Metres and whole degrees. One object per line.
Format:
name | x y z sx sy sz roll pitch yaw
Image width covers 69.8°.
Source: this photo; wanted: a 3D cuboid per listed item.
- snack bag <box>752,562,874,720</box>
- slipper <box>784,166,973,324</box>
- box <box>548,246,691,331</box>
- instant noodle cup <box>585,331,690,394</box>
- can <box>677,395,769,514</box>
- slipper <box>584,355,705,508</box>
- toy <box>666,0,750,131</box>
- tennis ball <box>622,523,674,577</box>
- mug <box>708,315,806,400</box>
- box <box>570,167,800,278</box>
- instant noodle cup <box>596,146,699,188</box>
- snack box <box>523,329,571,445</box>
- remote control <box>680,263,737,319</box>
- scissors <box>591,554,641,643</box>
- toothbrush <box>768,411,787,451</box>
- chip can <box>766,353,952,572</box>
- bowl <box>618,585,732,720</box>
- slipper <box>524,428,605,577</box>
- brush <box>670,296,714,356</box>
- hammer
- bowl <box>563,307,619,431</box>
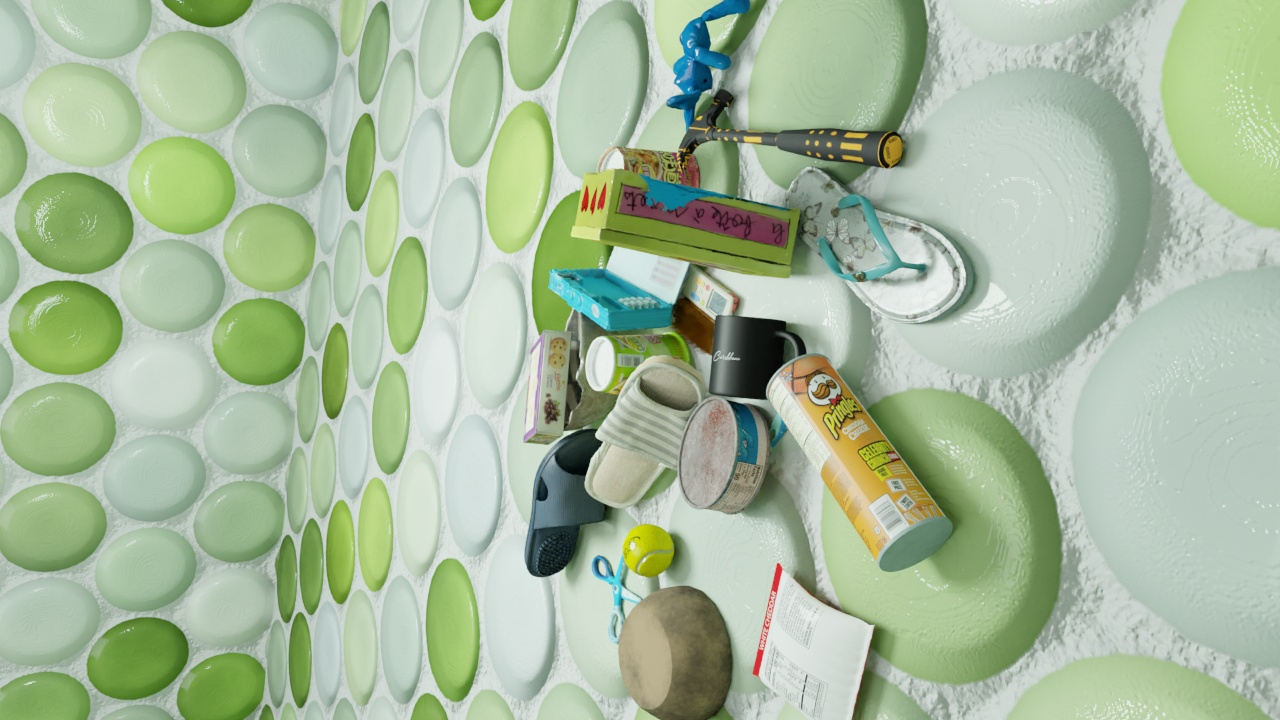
snack bag | 0.170 0.297 0.937 0.144 0.039 0.131 24 106 55
slipper | 0.212 -0.115 0.911 0.268 0.054 0.098 48 128 49
box | -0.018 -0.107 1.227 0.086 0.169 0.227 58 169 -28
instant noodle cup | -0.007 0.007 1.176 0.099 0.107 0.099 -13 75 56
can | 0.093 0.108 1.047 0.130 0.044 0.129 -42 41 52
slipper | -0.001 0.103 1.156 0.053 0.114 0.273 -77 10 -48
toy | 0.073 -0.364 1.118 0.112 0.071 0.177 -76 9 -70
tennis ball | 0.010 0.241 1.162 0.066 0.065 0.065 -10 78 56
mug | 0.130 -0.002 1.001 0.114 0.078 0.088 6 92 45
box | 0.046 -0.146 0.994 0.124 0.220 0.083 -157 75 -68
instant noodle cup | 0.004 -0.231 1.184 0.098 0.108 0.097 -9 79 57
snack box | -0.133 0.041 1.293 0.148 0.040 0.143 145 130 -73
remote control | 0.080 -0.084 1.136 0.125 0.018 0.038 44 123 48
scissors | -0.038 0.319 1.274 0.140 0.011 0.134 31 115 55
toothbrush | 0.144 0.090 1.024 0.022 0.017 0.135 54 127 45
chip can | 0.203 0.092 0.878 0.075 0.075 0.215 -61 41 32
bowl | 0.033 0.357 1.109 0.163 0.070 0.162 -10 78 56
slipper | -0.103 0.221 1.307 0.082 0.101 0.264 49 130 48
brush | 0.076 -0.034 1.130 0.126 0.017 0.048 45 131 49
hammer | 0.153 -0.239 1.007 0.321 0.036 0.123 25 80 52
bowl | -0.064 0.014 1.277 0.178 0.081 0.178 -174 91 -75
